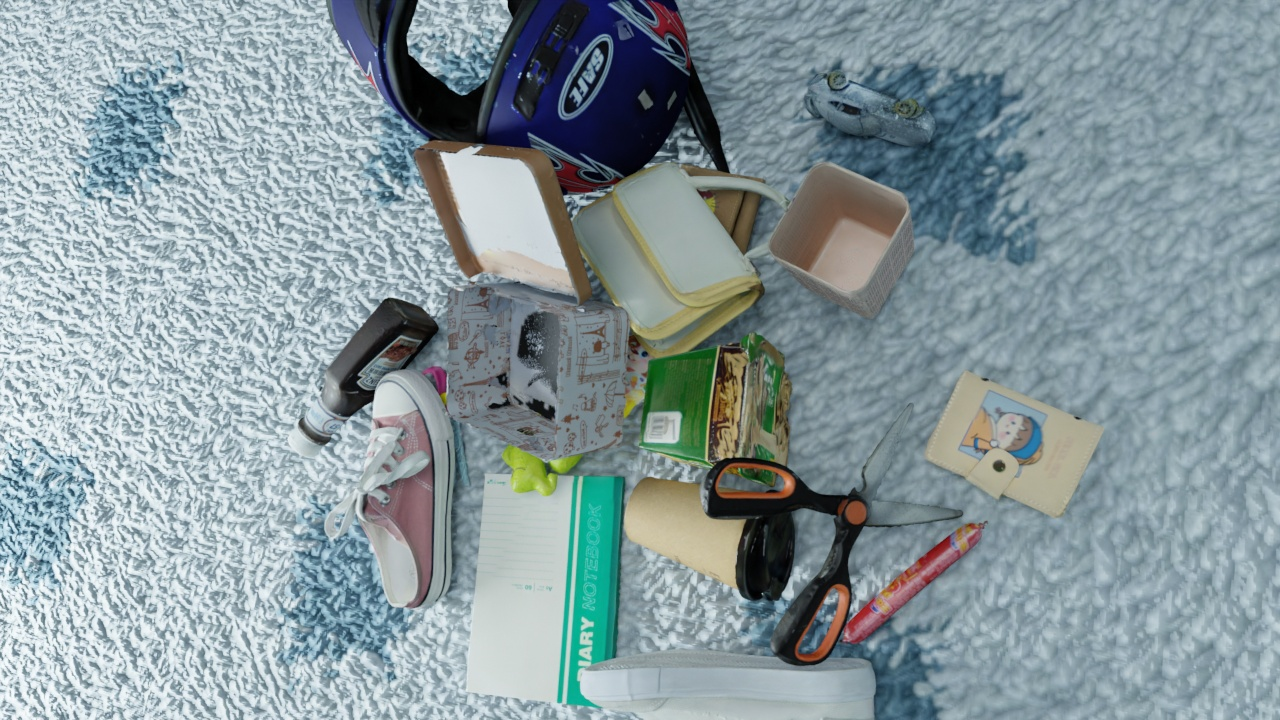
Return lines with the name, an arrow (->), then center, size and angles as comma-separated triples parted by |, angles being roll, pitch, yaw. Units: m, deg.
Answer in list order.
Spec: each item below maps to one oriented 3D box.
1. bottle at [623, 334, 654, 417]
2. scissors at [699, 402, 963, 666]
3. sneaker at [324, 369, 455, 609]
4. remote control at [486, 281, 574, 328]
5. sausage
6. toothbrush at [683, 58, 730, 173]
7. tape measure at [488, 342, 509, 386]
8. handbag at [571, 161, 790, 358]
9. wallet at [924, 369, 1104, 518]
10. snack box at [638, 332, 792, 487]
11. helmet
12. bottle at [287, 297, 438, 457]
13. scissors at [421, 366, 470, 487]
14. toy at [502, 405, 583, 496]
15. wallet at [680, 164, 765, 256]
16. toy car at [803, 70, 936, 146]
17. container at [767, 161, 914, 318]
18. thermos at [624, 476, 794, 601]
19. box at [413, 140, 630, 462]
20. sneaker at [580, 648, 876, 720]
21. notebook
bottle -> -0.005, 0.005, 0.851 | 0.108, 0.063, 0.063 | -40, 67, 6
scissors -> 0.147, 0.128, 0.720 | 0.221, 0.022, 0.234 | 22, 83, -14
sneaker -> -0.242, 0.123, 0.900 | 0.118, 0.087, 0.240 | -14, 76, 32
remote control -> -0.125, -0.054, 0.934 | 0.137, 0.024, 0.053 | -3, 76, 20
sausage -> 0.220, 0.180, 0.745 | 0.156, 0.020, 0.020 | -44, 66, 8
toothbrush -> 0.063, -0.226, 0.896 | 0.027, 0.026, 0.212 | -25, 74, 22
tape measure -> -0.163, 0.000, 0.923 | 0.057, 0.039, 0.057 | 18, 75, 10
handbag -> 0.043, -0.109, 0.811 | 0.179, 0.063, 0.163 | -34, 62, 6
wallet -> 0.296, 0.069, 0.738 | 0.115, 0.024, 0.087 | 27, 84, 24
snack box -> 0.062, 0.046, 0.789 | 0.106, 0.117, 0.118 | -1, 75, 26
helmet -> -0.087, -0.270, 0.807 | 0.240, 0.315, 0.247 | 34, 103, 21
bottle -> -0.296, 0.021, 0.957 | 0.195, 0.079, 0.044 | -48, 69, 10
scissors -> -0.183, 0.064, 0.939 | 0.073, 0.017, 0.137 | -19, 76, 8
toy -> -0.086, 0.081, 0.881 | 0.100, 0.031, 0.096 | -26, 61, 11
wallet -> 0.063, -0.121, 0.861 | 0.090, 0.033, 0.115 | 17, 92, 27
toy car -> 0.204, -0.221, 0.821 | 0.121, 0.054, 0.036 | 26, 86, 24
container -> 0.175, -0.095, 0.773 | 0.090, 0.111, 0.090 | 30, 90, 25
thermos -> 0.061, 0.145, 0.783 | 0.143, 0.093, 0.093 | 10, 82, 31
box -> -0.105, -0.057, 0.790 | 0.179, 0.110, 0.260 | 17, 110, 45
sneaker -> 0.069, 0.290, 0.750 | 0.242, 0.089, 0.090 | -3, 81, 15
notebook -> -0.089, 0.213, 0.868 | 0.150, 0.012, 0.209 | -2, 77, 21
